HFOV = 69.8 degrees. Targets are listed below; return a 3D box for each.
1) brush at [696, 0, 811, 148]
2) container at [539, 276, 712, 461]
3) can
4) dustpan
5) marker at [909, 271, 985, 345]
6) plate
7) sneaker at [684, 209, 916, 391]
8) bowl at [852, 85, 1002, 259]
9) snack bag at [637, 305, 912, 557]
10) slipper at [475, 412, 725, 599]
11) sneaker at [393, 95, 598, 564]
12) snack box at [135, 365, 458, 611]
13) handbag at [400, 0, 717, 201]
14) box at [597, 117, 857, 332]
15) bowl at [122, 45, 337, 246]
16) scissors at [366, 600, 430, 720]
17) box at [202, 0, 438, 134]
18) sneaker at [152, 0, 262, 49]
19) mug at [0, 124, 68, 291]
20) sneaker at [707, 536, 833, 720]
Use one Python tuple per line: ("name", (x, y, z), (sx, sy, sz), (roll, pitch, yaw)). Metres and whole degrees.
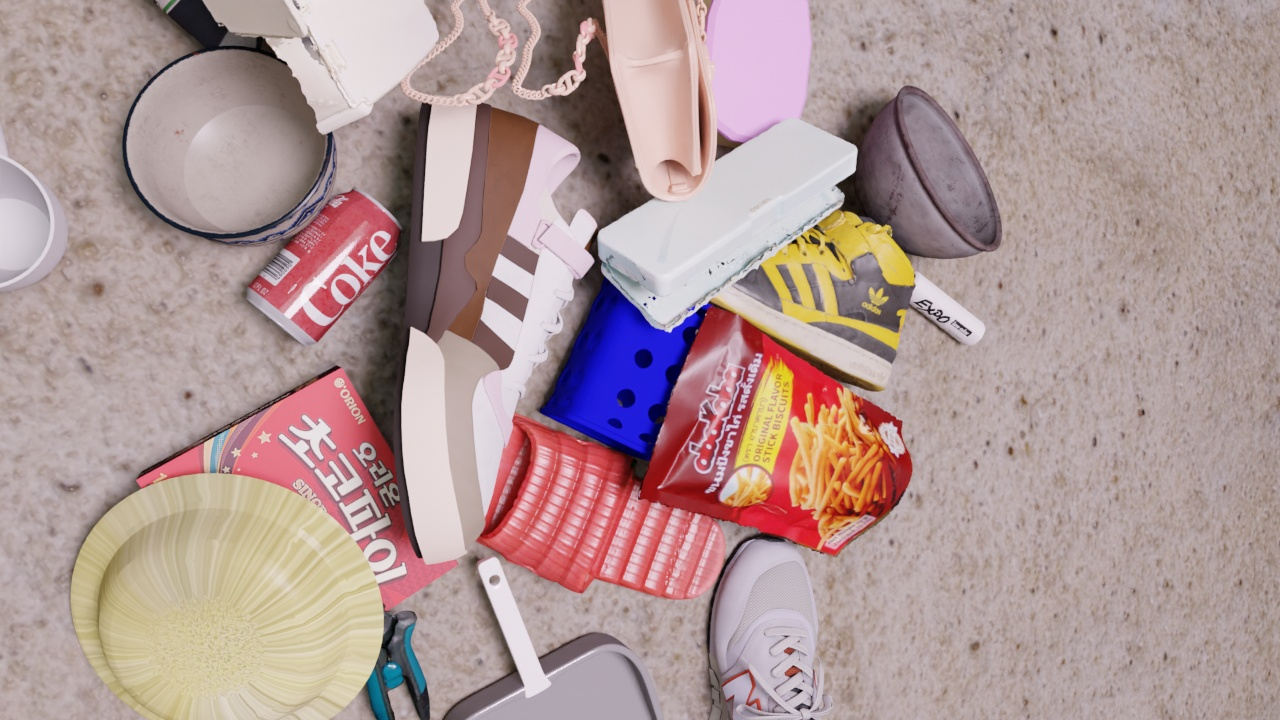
("brush", (0.087, -0.276, 0.698), (0.089, 0.043, 0.228), (6, 90, -23))
("container", (-0.004, 0.004, 0.651), (0.085, 0.084, 0.113), (27, 81, -21))
("can", (-0.198, -0.060, 0.581), (0.054, 0.054, 0.096), (43, 76, -19))
("dustpan", (-0.069, 0.255, 0.662), (0.163, 0.033, 0.257), (-23, 101, -21))
("marker", (0.245, -0.054, 0.787), (0.126, 0.025, 0.025), (32, 80, -21))
("plate", (-0.249, 0.159, 0.540), (0.184, 0.036, 0.184), (-1, 106, -3))
("sneaker", (0.111, -0.072, 0.694), (0.238, 0.086, 0.122), (25, 85, -24))
("bowl", (0.219, -0.138, 0.732), (0.145, 0.067, 0.144), (27, 49, -36))
("snack bag", (0.097, 0.062, 0.659), (0.207, 0.067, 0.139), (26, 88, -29))
("slipper", (-0.034, 0.113, 0.658), (0.248, 0.059, 0.103), (29, 81, -23))
("sneaker", (-0.087, -0.020, 0.582), (0.116, 0.112, 0.293), (3, 75, -9))
("snack box", (-0.215, 0.102, 0.591), (0.132, 0.036, 0.152), (-32, 104, -19))
("handbag", (-0.046, -0.196, 0.613), (0.187, 0.117, 0.198), (-8, 52, 3))
("box", (0.061, -0.103, 0.624), (0.198, 0.073, 0.086), (-37, 87, -28))
("bowl", (-0.236, -0.120, 0.549), (0.115, 0.059, 0.115), (1, 81, -4))
("scissors", (-0.170, 0.197, 0.597), (0.130, 0.019, 0.135), (31, 91, -44))
("box", (-0.162, -0.182, 0.452), (0.081, 0.181, 0.143), (-21, 131, 6))
("sneaker", (-0.190, -0.277, 0.564), (0.235, 0.084, 0.079), (-48, 118, -9))
("mug", (-0.350, -0.090, 0.495), (0.071, 0.089, 0.107), (-4, 94, -23))
("sneaker", (0.109, 0.261, 0.689), (0.088, 0.124, 0.239), (8, 89, -24))
